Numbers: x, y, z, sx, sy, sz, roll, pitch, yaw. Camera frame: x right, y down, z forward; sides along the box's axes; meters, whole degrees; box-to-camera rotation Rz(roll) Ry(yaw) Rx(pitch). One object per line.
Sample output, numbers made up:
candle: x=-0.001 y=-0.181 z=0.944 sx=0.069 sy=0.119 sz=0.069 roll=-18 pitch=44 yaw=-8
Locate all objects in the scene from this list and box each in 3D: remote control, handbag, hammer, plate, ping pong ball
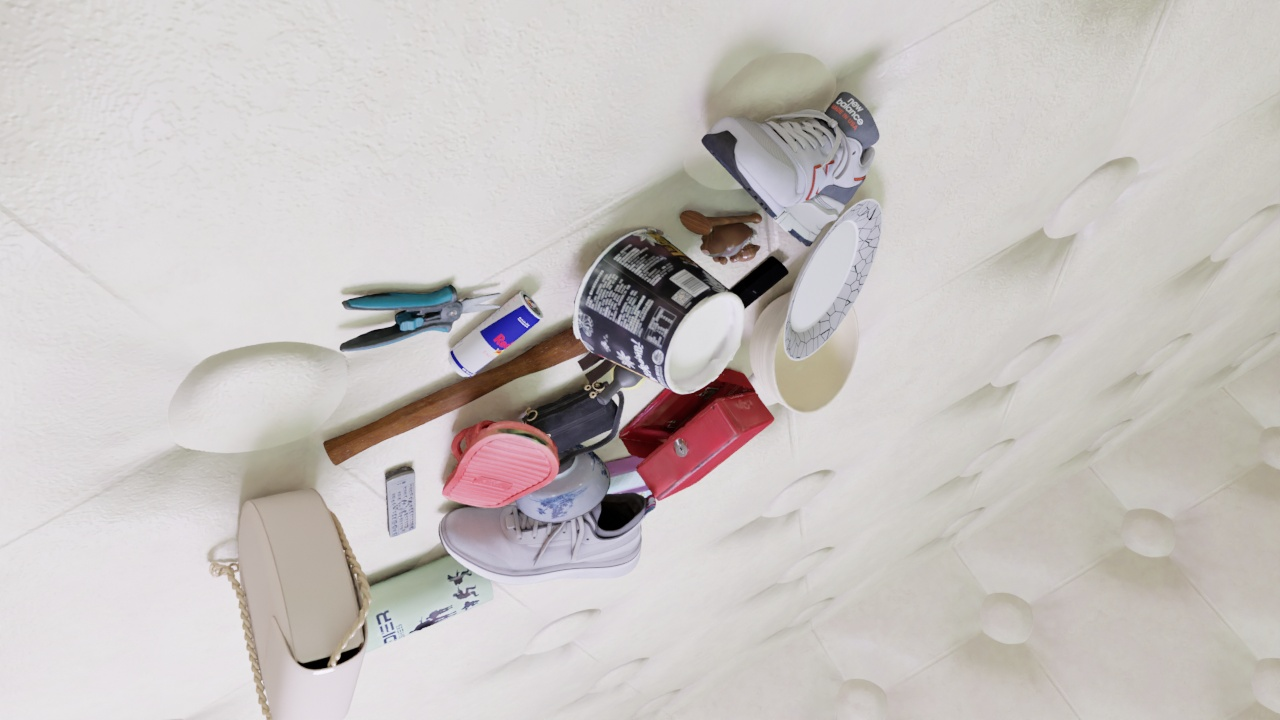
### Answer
remote control: x=0.099 y=-0.061 z=1.031 sx=0.150 sy=0.013 sz=0.034 roll=-40 pitch=150 yaw=16
handbag: x=-0.076 y=0.066 z=1.021 sx=0.128 sy=0.054 sz=0.079 roll=-24 pitch=146 yaw=-8
hammer: x=-0.153 y=0.023 z=0.907 sx=0.322 sy=0.033 sz=0.115 roll=-25 pitch=148 yaw=-10
plate: x=0.202 y=-0.088 z=0.987 sx=0.188 sy=0.016 sz=0.189 roll=-39 pitch=147 yaw=-33
remote control: x=-0.267 y=0.160 z=1.023 sx=0.033 sy=0.013 sz=0.137 roll=-17 pitch=148 yaw=-24
ping pong ball: x=-0.013 y=0.013 z=1.010 sx=0.040 sy=0.040 sz=0.040 roll=-23 pitch=150 yaw=-15
handbag: x=-0.335 y=0.235 z=0.876 sx=0.103 sy=0.208 sz=0.211 roll=-9 pitch=142 yaw=-33

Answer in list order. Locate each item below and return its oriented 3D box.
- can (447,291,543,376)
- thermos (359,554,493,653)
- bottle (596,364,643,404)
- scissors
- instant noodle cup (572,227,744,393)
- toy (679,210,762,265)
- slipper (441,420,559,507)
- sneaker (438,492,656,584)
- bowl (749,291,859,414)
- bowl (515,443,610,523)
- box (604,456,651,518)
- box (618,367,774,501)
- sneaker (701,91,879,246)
can: x=-0.135 y=-0.023 z=0.849 sx=0.095 sy=0.032 sz=0.032 roll=-38 pitch=150 yaw=11
thermos: x=-0.306 y=0.308 z=1.152 sx=0.231 sy=0.082 sz=0.082 roll=-18 pitch=148 yaw=-21
bottle: x=-0.006 y=0.006 z=0.974 sx=0.112 sy=0.030 sz=0.030 roll=-46 pitch=157 yaw=-24
scissors: x=-0.193 y=-0.038 z=0.786 sx=0.148 sy=0.019 sz=0.123 roll=-37 pitch=147 yaw=-1
instant noodle cup: x=0.023 y=-0.039 z=0.852 sx=0.137 sy=0.112 sz=0.137 roll=-30 pitch=138 yaw=-31
toy: x=0.082 y=-0.120 z=0.897 sx=0.101 sy=0.041 sz=0.055 roll=-12 pitch=124 yaw=-45
slipper: x=-0.149 y=0.102 z=0.972 sx=0.103 sy=0.059 sz=0.249 roll=14 pitch=153 yaw=-17
sneaker: x=-0.107 y=0.199 z=1.109 sx=0.262 sy=0.096 sz=0.129 roll=7 pitch=132 yaw=-21
bowl: x=0.182 y=-0.018 z=1.086 sx=0.150 sy=0.075 sz=0.151 roll=-13 pitch=111 yaw=-37
bowl: x=-0.095 y=0.130 z=1.059 sx=0.114 sy=0.114 sz=0.045 roll=-24 pitch=129 yaw=-14
box: x=-0.062 y=0.192 z=1.246 sx=0.213 sy=0.035 sz=0.151 roll=-10 pitch=136 yaw=-34
box: x=0.077 y=0.094 z=1.154 sx=0.158 sy=0.110 sz=0.133 roll=-46 pitch=153 yaw=24
sneaker: x=0.147 y=-0.189 z=0.820 sx=0.124 sy=0.089 sz=0.239 roll=-44 pitch=157 yaw=12
